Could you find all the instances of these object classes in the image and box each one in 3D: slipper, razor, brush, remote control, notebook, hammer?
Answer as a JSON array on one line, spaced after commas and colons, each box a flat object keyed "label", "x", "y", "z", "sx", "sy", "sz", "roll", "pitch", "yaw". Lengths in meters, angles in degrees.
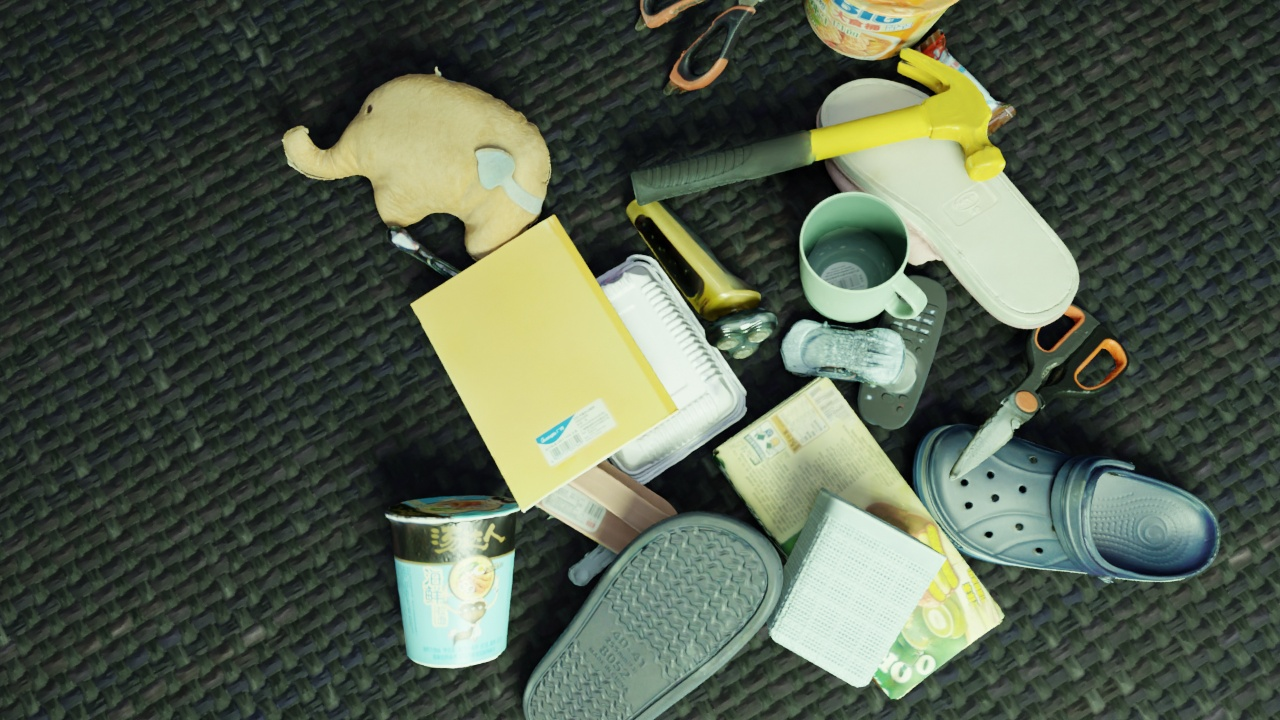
[{"label": "slipper", "x": 0.257, "y": -0.135, "z": 0.788, "sx": 0.114, "sy": 0.054, "sz": 0.274, "roll": -39, "pitch": 74, "yaw": -8}, {"label": "razor", "x": 0.047, "y": -0.075, "z": 0.786, "sx": 0.067, "sy": 0.062, "sz": 0.167, "roll": -30, "pitch": 76, "yaw": -38}, {"label": "razor", "x": -0.158, "y": -0.074, "z": 0.789, "sx": 0.142, "sy": 0.022, "sz": 0.043, "roll": 33, "pitch": 104, "yaw": -2}, {"label": "brush", "x": -0.028, "y": 0.117, "z": 0.747, "sx": 0.145, "sy": 0.073, "sz": 0.063, "roll": 32, "pitch": 66, "yaw": 4}, {"label": "slipper", "x": 0.346, "y": 0.123, "z": 0.738, "sx": 0.253, "sy": 0.095, "sz": 0.105, "roll": 15, "pitch": 80, "yaw": -1}, {"label": "slipper", "x": 0.008, "y": 0.210, "z": 0.722, "sx": 0.110, "sy": 0.083, "sz": 0.269, "roll": 46, "pitch": 113, "yaw": 12}, {"label": "remote control", "x": 0.224, "y": -0.007, "z": 0.789, "sx": 0.053, "sy": 0.024, "sz": 0.136, "roll": 19, "pitch": 84, "yaw": 7}, {"label": "notebook", "x": -0.082, "y": -0.004, "z": 0.737, "sx": 0.146, "sy": 0.010, "sz": 0.206, "roll": -33, "pitch": 69, "yaw": 0}, {"label": "hammer", "x": 0.140, "y": -0.179, "z": 0.768, "sx": 0.301, "sy": 0.033, "sz": 0.128, "roll": -13, "pitch": 68, "yaw": 2}]

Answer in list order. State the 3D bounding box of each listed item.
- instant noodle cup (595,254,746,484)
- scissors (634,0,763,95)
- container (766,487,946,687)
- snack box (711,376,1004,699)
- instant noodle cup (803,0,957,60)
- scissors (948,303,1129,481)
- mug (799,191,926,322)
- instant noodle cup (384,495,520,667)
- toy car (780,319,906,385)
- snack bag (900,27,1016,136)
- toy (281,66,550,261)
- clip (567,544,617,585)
[{"label": "instant noodle cup", "x": -0.005, "y": 0.005, "z": 0.773, "sx": 0.138, "sy": 0.060, "sz": 0.173, "roll": -33, "pitch": 82, "yaw": -4}, {"label": "scissors", "x": 0.084, "y": -0.300, "z": 0.771, "sx": 0.197, "sy": 0.015, "sz": 0.214, "roll": 39, "pitch": 120, "yaw": 27}, {"label": "container", "x": 0.151, "y": 0.166, "z": 0.673, "sx": 0.090, "sy": 0.090, "sz": 0.111, "roll": 28, "pitch": 90, "yaw": 6}, {"label": "snack box", "x": 0.172, "y": 0.140, "z": 0.751, "sx": 0.114, "sy": 0.063, "sz": 0.240, "roll": -36, "pitch": 84, "yaw": -4}, {"label": "instant noodle cup", "x": 0.209, "y": -0.339, "z": 0.788, "sx": 0.151, "sy": 0.111, "sz": 0.151, "roll": 0, "pitch": 82, "yaw": 0}, {"label": "scissors", "x": 0.305, "y": 0.020, "z": 0.750, "sx": 0.234, "sy": 0.022, "sz": 0.125, "roll": -17, "pitch": 66, "yaw": -20}, {"label": "mug", "x": 0.183, "y": -0.072, "z": 0.749, "sx": 0.112, "sy": 0.106, "sz": 0.082, "roll": 39, "pitch": 86, "yaw": 16}, {"label": "instant noodle cup", "x": -0.146, "y": 0.175, "z": 0.734, "sx": 0.111, "sy": 0.111, "sz": 0.120, "roll": -2, "pitch": 90, "yaw": 0}, {"label": "toy car", "x": 0.169, "y": -0.007, "z": 0.775, "sx": 0.106, "sy": 0.031, "sz": 0.049, "roll": 7, "pitch": 79, "yaw": 22}, {"label": "snack bag", "x": 0.283, "y": -0.244, "z": 0.819, "sx": 0.048, "sy": 0.026, "sz": 0.104, "roll": -39, "pitch": 83, "yaw": 8}, {"label": "toy", "x": -0.187, "y": -0.177, "z": 0.785, "sx": 0.226, "sy": 0.082, "sz": 0.143, "roll": 21, "pitch": 98, "yaw": 4}, {"label": "clip", "x": -0.036, "y": 0.167, "z": 0.771, "sx": 0.056, "sy": 0.028, "sz": 0.024, "roll": -36, "pitch": 85, "yaw": -14}]
